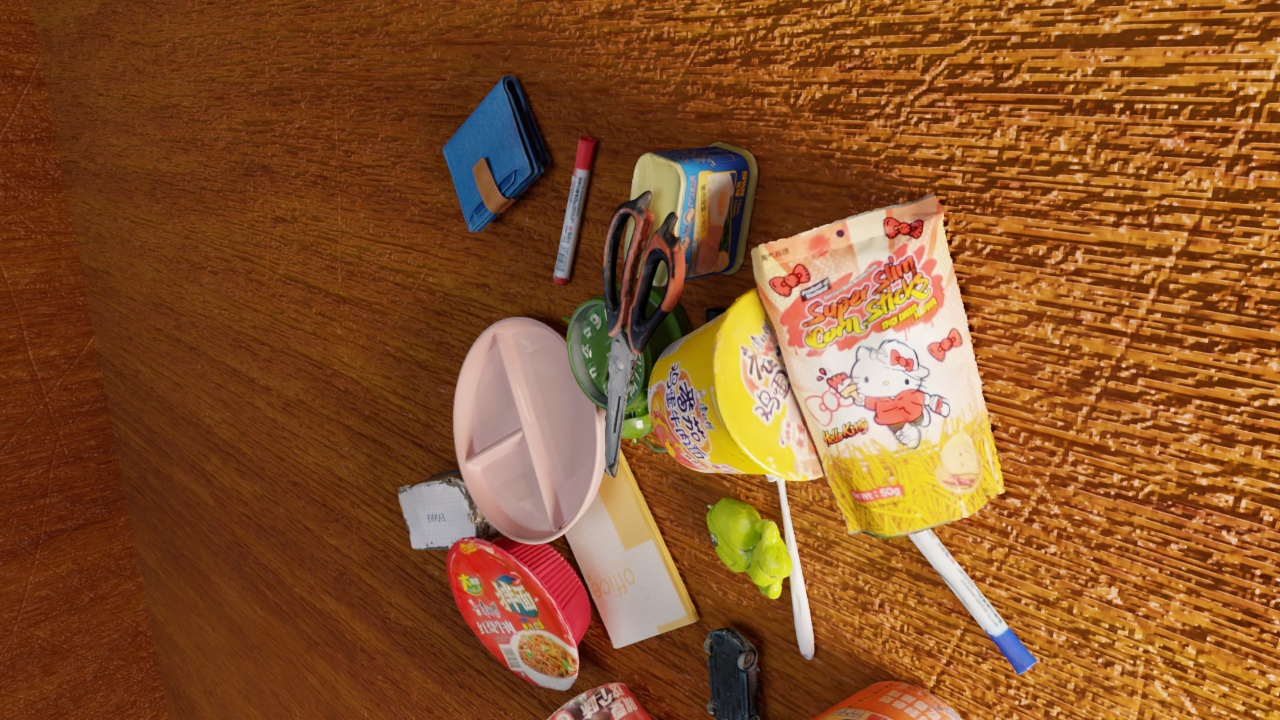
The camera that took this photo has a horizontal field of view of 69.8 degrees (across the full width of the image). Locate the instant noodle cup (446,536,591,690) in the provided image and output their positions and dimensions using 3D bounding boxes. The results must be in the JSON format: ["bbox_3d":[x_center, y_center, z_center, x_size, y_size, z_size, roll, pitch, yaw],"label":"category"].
[{"bbox_3d":[-0.121,0.257,0.987,0.194,0.065,0.194,23,129,31],"label":"instant noodle cup"}]

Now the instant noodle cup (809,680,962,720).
[{"bbox_3d":[0.176,0.315,0.671,0.151,0.111,0.151,18,115,43],"label":"instant noodle cup"}]

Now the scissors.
[{"bbox_3d":[-0.002,-0.007,0.685,0.183,0.015,0.209,-26,77,48],"label":"scissors"}]

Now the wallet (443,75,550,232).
[{"bbox_3d":[-0.147,-0.200,0.907,0.133,0.040,0.106,-30,76,48],"label":"wallet"}]

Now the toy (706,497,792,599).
[{"bbox_3d":[0.089,0.151,0.763,0.100,0.031,0.097,54,148,35],"label":"toy"}]

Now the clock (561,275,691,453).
[{"bbox_3d":[-0.005,0.005,0.806,0.116,0.056,0.161,-43,71,46],"label":"clock"}]

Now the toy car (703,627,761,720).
[{"bbox_3d":[0.085,0.286,0.820,0.049,0.031,0.106,10,111,44],"label":"toy car"}]

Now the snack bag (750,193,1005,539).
[{"bbox_3d":[0.161,0.006,0.609,0.129,0.073,0.208,-16,95,11],"label":"snack bag"}]

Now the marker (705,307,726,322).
[{"bbox_3d":[0.064,0.022,0.765,0.022,0.020,0.132,23,119,60],"label":"marker"}]

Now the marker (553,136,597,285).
[{"bbox_3d":[-0.062,-0.136,0.851,0.017,0.017,0.145,37,127,34],"label":"marker"}]

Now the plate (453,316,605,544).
[{"bbox_3d":[-0.114,0.070,0.934,0.230,0.028,0.229,2,94,44],"label":"plate"}]

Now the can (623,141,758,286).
[{"bbox_3d":[0.037,-0.112,0.702,0.057,0.083,0.102,29,122,38],"label":"can"}]

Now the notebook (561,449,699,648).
[{"bbox_3d":[-0.028,0.180,0.922,0.146,0.010,0.206,-36,76,47],"label":"notebook"}]

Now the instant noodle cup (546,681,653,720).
[{"bbox_3d":[-0.033,0.398,0.915,0.108,0.137,0.138,52,135,34],"label":"instant noodle cup"}]

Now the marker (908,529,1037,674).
[{"bbox_3d":[0.220,0.152,0.642,0.145,0.016,0.017,54,135,20],"label":"marker"}]

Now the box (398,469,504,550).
[{"bbox_3d":[-0.224,0.178,1.095,0.185,0.063,0.090,-12,93,50],"label":"box"}]

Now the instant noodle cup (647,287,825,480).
[{"bbox_3d":[0.078,0.025,0.674,0.110,0.137,0.138,-22,86,56],"label":"instant noodle cup"}]

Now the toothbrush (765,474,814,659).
[{"bbox_3d":[0.122,0.161,0.750,0.016,0.016,0.180,-2,102,50],"label":"toothbrush"}]
